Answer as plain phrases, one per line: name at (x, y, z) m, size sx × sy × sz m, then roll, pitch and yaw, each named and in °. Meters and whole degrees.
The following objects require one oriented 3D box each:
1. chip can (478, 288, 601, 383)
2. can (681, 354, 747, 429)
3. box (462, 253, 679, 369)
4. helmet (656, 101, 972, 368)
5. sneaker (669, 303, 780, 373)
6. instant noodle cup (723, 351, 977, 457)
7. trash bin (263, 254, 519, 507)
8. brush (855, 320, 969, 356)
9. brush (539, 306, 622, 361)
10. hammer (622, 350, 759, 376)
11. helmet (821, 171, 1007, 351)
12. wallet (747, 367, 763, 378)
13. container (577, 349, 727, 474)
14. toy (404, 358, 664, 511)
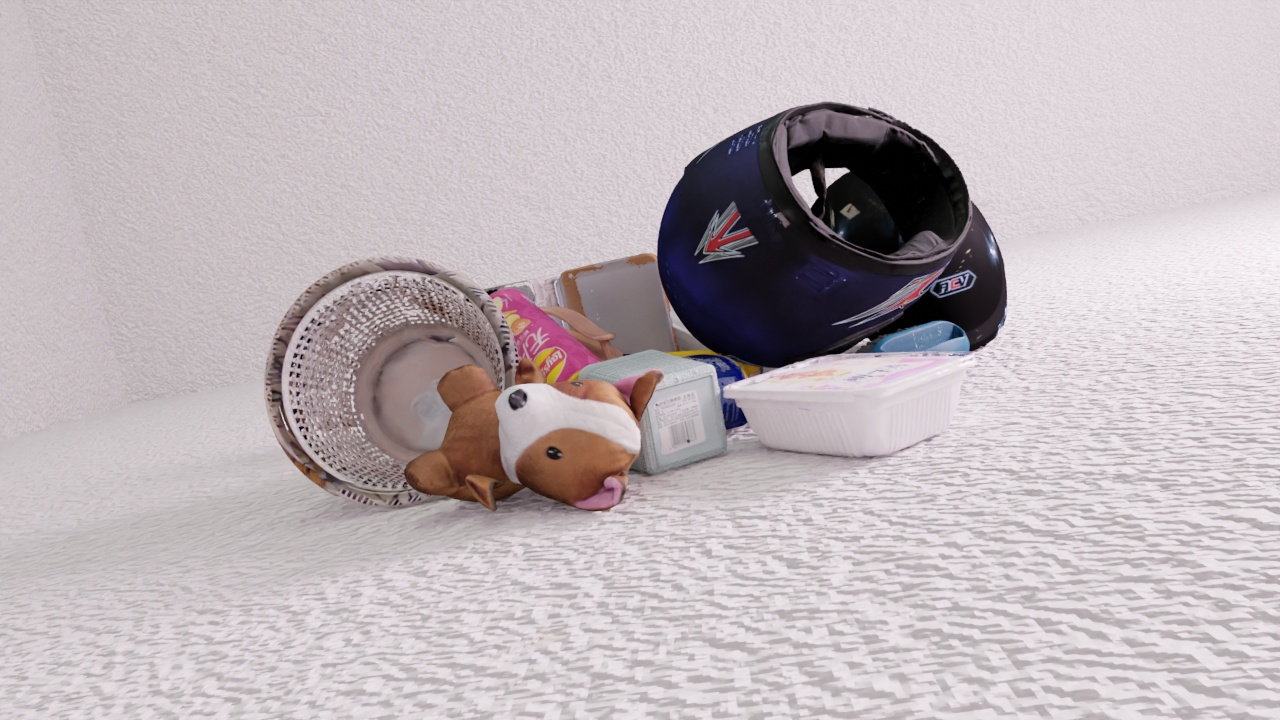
chip can at (-0.096, -0.005, 0.926) m, size 0.071 × 0.071 × 0.210 m, roll -14°, pitch 32°, yaw -27°
can at (0.055, 0.032, 0.888) m, size 0.049 × 0.074 × 0.148 m, roll -10°, pitch 6°, yaw -19°
box at (-0.084, -0.028, 1.167) m, size 0.261 × 0.179 × 0.105 m, roll -7°, pitch 8°, yaw 34°
helmet at (0.162, -0.117, 0.946) m, size 0.314 × 0.247 × 0.241 m, roll -15°, pitch -19°, yaw -39°
sneaker at (0.074, -0.012, 1.186) m, size 0.242 × 0.091 × 0.089 m, roll 21°, pitch 35°, yaw 26°
instant noodle cup at (0.168, 0.035, 0.739) m, size 0.137 × 0.060 × 0.174 m, roll -15°, pitch 9°, yaw -33°
trash bin at (-0.225, 0.027, 0.907) m, size 0.227 × 0.227 × 0.192 m, roll -11°, pitch -6°, yaw -4°
brush at (0.279, -0.006, 0.913) m, size 0.143 × 0.055 × 0.074 m, roll -15°, pitch 6°, yaw -35°
brush at (-0.072, -0.015, 1.006) m, size 0.063 × 0.073 × 0.146 m, roll -11°, pitch 20°, yaw -36°
hammer at (-0.006, 0.006, 1.068) m, size 0.301 × 0.033 × 0.128 m, roll -4°, pitch 14°, yaw 20°
helmet at (0.318, -0.114, 1.120) m, size 0.233 × 0.230 × 0.274 m, roll -14°, pitch 27°, yaw -12°
wallet at (0.090, 0.028, 1.058) m, size 0.090 × 0.033 × 0.115 m, roll -8°, pitch 11°, yaw 17°
container at (0.012, 0.044, 0.797) m, size 0.090 × 0.090 × 0.112 m, roll -15°, pitch 10°, yaw -25°
toy at (-0.084, 0.057, 0.721) m, size 0.200 × 0.140 × 0.130 m, roll 2°, pitch -28°, yaw 28°
